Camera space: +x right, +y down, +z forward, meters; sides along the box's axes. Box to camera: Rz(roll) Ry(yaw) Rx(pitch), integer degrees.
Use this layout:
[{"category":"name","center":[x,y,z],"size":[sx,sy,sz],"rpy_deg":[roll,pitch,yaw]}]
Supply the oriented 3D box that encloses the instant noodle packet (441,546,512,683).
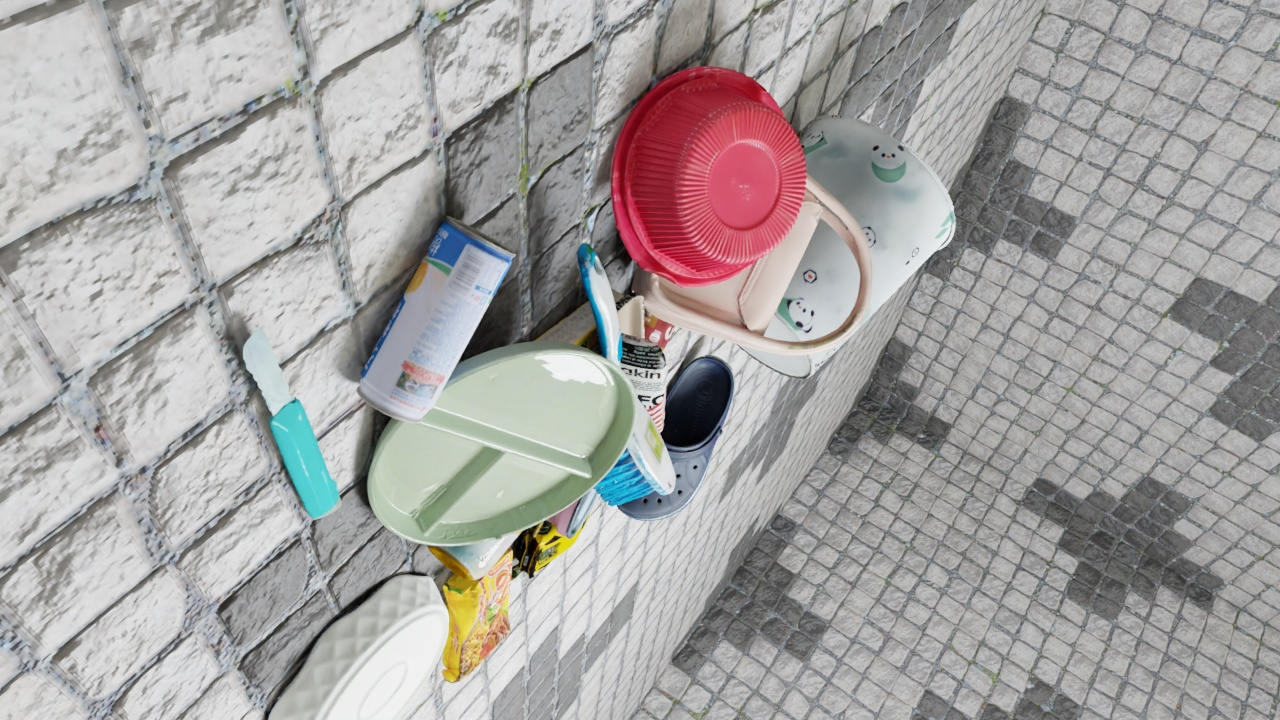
[{"category":"instant noodle packet","center":[-0.171,0.260,0.973],"size":[0.110,0.044,0.129],"rpy_deg":[-44,145,-60]}]

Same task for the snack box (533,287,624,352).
[{"category":"snack box","center":[-0.066,-0.003,0.882],"size":[0.140,0.034,0.087],"rpy_deg":[-43,157,-42]}]

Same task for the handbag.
[{"category":"handbag","center":[0.126,-0.097,0.902],"size":[0.193,0.234,0.093],"rpy_deg":[-63,-169,-1]}]

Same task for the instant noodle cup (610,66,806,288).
[{"category":"instant noodle cup","center":[0.072,-0.151,0.785],"size":[0.193,0.066,0.194],"rpy_deg":[-10,110,-28]}]

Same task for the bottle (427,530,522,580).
[{"category":"bottle","center":[-0.121,0.119,0.874],"size":[0.189,0.068,0.068],"rpy_deg":[-50,160,-25]}]

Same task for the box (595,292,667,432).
[{"category":"box","center":[-0.006,0.003,0.891],"size":[0.163,0.076,0.087],"rpy_deg":[86,15,-57]}]

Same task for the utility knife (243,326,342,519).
[{"category":"utility knife","center":[-0.222,0.049,0.591],"size":[0.029,0.013,0.223],"rpy_deg":[-45,160,-31]}]

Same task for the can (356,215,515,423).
[{"category":"can","center":[-0.139,-0.027,0.621],"size":[0.134,0.053,0.053],"rpy_deg":[-60,162,5]}]

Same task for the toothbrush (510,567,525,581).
[{"category":"toothbrush","center":[-0.178,0.264,1.040],"size":[0.185,0.017,0.012],"rpy_deg":[-16,99,-64]}]

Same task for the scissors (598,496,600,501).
[{"category":"scissors","center":[-0.030,0.099,1.104],"size":[0.181,0.014,0.159],"rpy_deg":[153,-49,-79]}]

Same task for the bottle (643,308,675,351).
[{"category":"bottle","center":[0.033,-0.085,0.965],"size":[0.175,0.057,0.057],"rpy_deg":[-61,161,8]}]

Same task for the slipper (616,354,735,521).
[{"category":"slipper","center":[0.053,0.109,1.245],"size":[0.252,0.105,0.095],"rpy_deg":[-60,169,-1]}]

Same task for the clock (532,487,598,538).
[{"category":"clock","center":[-0.068,0.111,0.987],"size":[0.159,0.060,0.117],"rpy_deg":[-66,172,19]}]

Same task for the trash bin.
[{"category":"trash bin","center":[0.213,-0.129,1.123],"size":[0.251,0.229,0.230],"rpy_deg":[-48,160,-12]}]

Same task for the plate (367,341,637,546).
[{"category":"plate","center":[-0.110,0.070,0.747],"size":[0.230,0.027,0.231],"rpy_deg":[-21,142,-17]}]

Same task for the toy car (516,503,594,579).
[{"category":"toy car","center":[-0.096,0.203,1.117],"size":[0.155,0.041,0.071],"rpy_deg":[-36,151,-52]}]

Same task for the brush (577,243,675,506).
[{"category":"brush","center":[-0.033,0.025,0.818],"size":[0.060,0.110,0.315],"rpy_deg":[-73,148,-41]}]

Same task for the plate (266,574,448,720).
[{"category":"plate","center":[-0.253,0.296,0.854],"size":[0.204,0.045,0.205],"rpy_deg":[-49,159,-27]}]
